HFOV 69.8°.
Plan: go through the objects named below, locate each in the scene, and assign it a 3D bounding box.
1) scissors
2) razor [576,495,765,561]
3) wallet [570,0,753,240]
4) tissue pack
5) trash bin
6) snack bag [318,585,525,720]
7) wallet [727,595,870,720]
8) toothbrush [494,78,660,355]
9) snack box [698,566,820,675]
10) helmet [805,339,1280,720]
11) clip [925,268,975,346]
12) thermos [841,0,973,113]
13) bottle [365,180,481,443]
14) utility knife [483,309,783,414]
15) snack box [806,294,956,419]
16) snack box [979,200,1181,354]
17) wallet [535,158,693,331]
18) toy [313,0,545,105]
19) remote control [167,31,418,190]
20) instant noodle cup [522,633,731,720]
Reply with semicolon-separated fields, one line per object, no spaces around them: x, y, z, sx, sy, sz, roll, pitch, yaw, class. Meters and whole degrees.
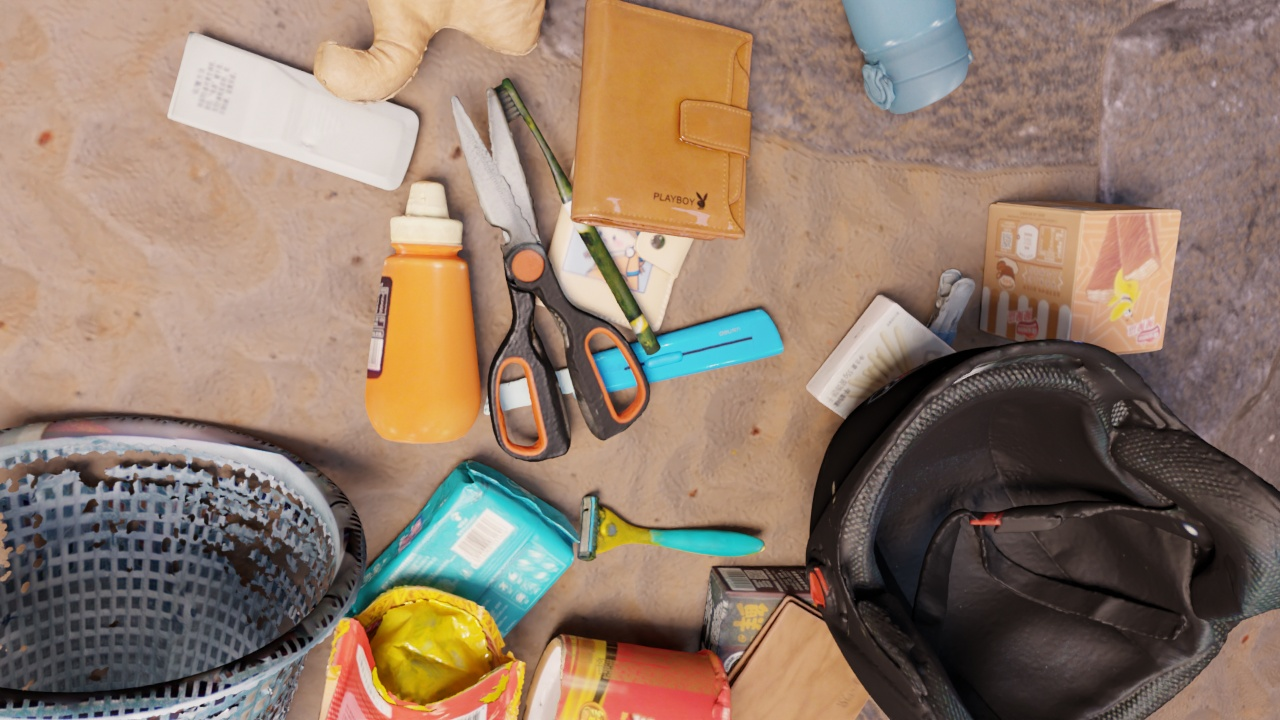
-0.052;-0.049;0.550;0.161;0.021;0.234;4;105;-19;scissors
0.022;0.121;0.628;0.132;0.028;0.043;8;70;-15;razor
0.015;-0.140;0.543;0.107;0.031;0.131;6;84;-18;wallet
-0.113;0.135;0.580;0.093;0.050;0.133;42;91;-22;tissue pack
-0.272;0.166;0.472;0.226;0.226;0.195;9;113;-18;trash bin
-0.137;0.234;0.559;0.128;0.073;0.208;13;125;-4;snack bag
0.108;0.231;0.635;0.101;0.020;0.115;32;93;-18;wallet
-0.037;-0.080;0.548;0.017;0.012;0.186;-31;107;-3;toothbrush
0.107;0.209;0.667;0.125;0.053;0.113;4;102;-12;snack box
0.212;0.108;0.548;0.233;0.230;0.275;-29;105;-7;helmet
0.219;-0.035;0.652;0.024;0.026;0.056;9;110;-13;clip
0.139;-0.260;0.548;0.070;0.070;0.220;-28;109;-8;thermos
-0.125;-0.029;0.533;0.066;0.067;0.149;1;96;-17;bottle
-0.004;0.003;0.598;0.203;0.018;0.034;-14;108;-11;utility knife
0.202;0.030;0.655;0.156;0.027;0.085;34;98;-20;snack box
0.297;-0.059;0.629;0.077;0.093;0.094;-4;104;-16;snack box
-0.010;-0.079;0.573;0.087;0.024;0.115;14;98;-14;wallet
-0.090;-0.232;0.481;0.226;0.082;0.143;-36;102;-2;toy
-0.188;-0.135;0.506;0.125;0.024;0.049;16;98;-19;remote control
-0.018;0.245;0.599;0.108;0.138;0.138;18;98;-10;instant noodle cup
